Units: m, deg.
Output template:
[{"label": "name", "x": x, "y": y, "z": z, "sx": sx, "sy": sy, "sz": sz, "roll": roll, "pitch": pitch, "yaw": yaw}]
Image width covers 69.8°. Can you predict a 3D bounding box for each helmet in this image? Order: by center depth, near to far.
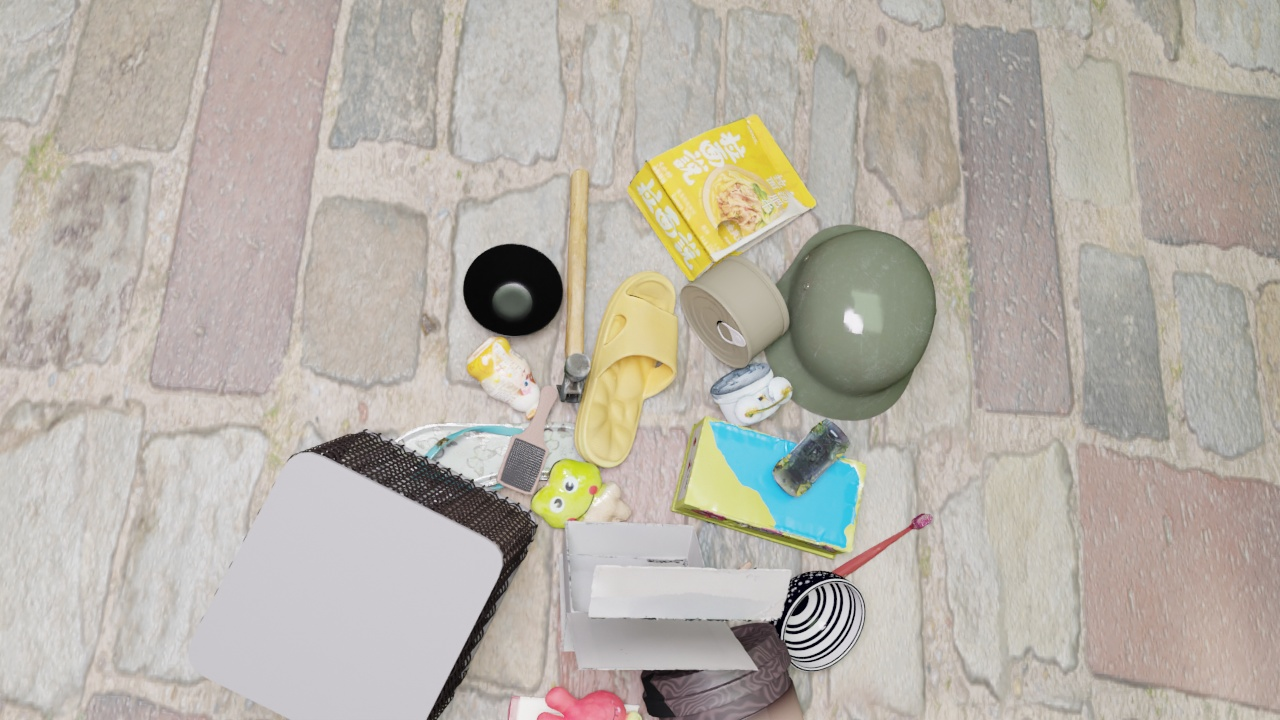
[{"label": "helmet", "x": 0.287, "y": -0.069, "z": 1.184, "sx": 0.227, "sy": 0.154, "sz": 0.267, "roll": 10, "pitch": 73, "yaw": -6}]

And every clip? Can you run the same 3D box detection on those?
[{"label": "clip", "x": 0.126, "y": 0.279, "z": 1.130, "sx": 0.061, "sy": 0.025, "sz": 0.045, "roll": -36, "pitch": 83, "yaw": -20}]

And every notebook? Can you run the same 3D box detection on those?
[{"label": "notebook", "x": -0.085, "y": 0.496, "z": 1.043, "sx": 0.153, "sy": 0.012, "sz": 0.208, "roll": 7, "pitch": 73, "yaw": -6}]

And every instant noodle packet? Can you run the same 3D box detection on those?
[{"label": "instant noodle packet", "x": 0.120, "y": -0.233, "z": 1.250, "sx": 0.221, "sy": 0.084, "sz": 0.163, "roll": -32, "pitch": 84, "yaw": -22}]

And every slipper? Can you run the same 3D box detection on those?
[{"label": "slipper", "x": -0.191, "y": 0.113, "z": 1.111, "sx": 0.268, "sy": 0.055, "sz": 0.098, "roll": -8, "pitch": 74, "yaw": -13}, {"label": "slipper", "x": -0.007, "y": 0.007, "z": 1.140, "sx": 0.099, "sy": 0.079, "sz": 0.263, "roll": 27, "pitch": 74, "yaw": -35}]

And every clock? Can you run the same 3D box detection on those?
[{"label": "clock", "x": 0.140, "y": 0.044, "z": 1.150, "sx": 0.083, "sy": 0.118, "sz": 0.057, "roll": -31, "pitch": 105, "yaw": -16}]

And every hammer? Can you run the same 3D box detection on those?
[{"label": "hammer", "x": -0.082, "y": -0.101, "z": 1.168, "sx": 0.033, "sy": 0.132, "sz": 0.329, "roll": 4, "pitch": 64, "yaw": -7}]

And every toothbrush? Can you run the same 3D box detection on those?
[{"label": "toothbrush", "x": 0.297, "y": 0.245, "z": 1.171, "sx": 0.189, "sy": 0.016, "sz": 0.016, "roll": -28, "pitch": 81, "yaw": -15}]

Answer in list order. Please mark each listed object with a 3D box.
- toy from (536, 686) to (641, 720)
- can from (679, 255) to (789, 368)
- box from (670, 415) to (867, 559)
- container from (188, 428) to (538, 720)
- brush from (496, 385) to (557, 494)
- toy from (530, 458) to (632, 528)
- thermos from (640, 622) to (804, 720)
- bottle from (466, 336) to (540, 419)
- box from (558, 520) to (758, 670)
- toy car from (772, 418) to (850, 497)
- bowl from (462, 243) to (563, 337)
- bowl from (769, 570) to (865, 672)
[{"label": "toy", "x": -0.054, "y": 0.419, "z": 1.039, "sx": 0.135, "sy": 0.045, "sz": 0.091, "roll": 32, "pitch": 69, "yaw": -6}, {"label": "can", "x": 0.120, "y": -0.063, "z": 1.170, "sx": 0.073, "sy": 0.128, "sz": 0.128, "roll": -37, "pitch": 83, "yaw": -19}, {"label": "box", "x": 0.161, "y": 0.160, "z": 1.144, "sx": 0.221, "sy": 0.079, "sz": 0.124, "roll": 16, "pitch": 72, "yaw": -7}, {"label": "container", "x": -0.268, "y": 0.228, "z": 0.938, "sx": 0.245, "sy": 0.244, "sz": 0.247, "roll": 27, "pitch": 86, "yaw": -1}, {"label": "brush", "x": -0.128, "y": 0.092, "z": 1.106, "sx": 0.050, "sy": 0.015, "sz": 0.135, "roll": 25, "pitch": 71, "yaw": -19}, {"label": "toy", "x": -0.068, "y": 0.172, "z": 1.112, "sx": 0.117, "sy": 0.043, "sz": 0.092, "roll": 32, "pitch": 94, "yaw": -15}, {"label": "thermos", "x": 0.114, "y": 0.431, "z": 1.018, "sx": 0.172, "sy": 0.173, "sz": 0.226, "roll": -19, "pitch": 85, "yaw": -14}, {"label": "bottle", "x": -0.163, "y": 0.023, "z": 1.135, "sx": 0.063, "sy": 0.063, "sz": 0.109, "roll": -44, "pitch": 98, "yaw": -17}, {"label": "box", "x": 0.007, "y": 0.280, "z": 0.926, "sx": 0.166, "sy": 0.418, "sz": 0.108, "roll": 3, "pitch": 104, "yaw": -9}, {"label": "toy car", "x": 0.203, "y": 0.118, "z": 1.105, "sx": 0.105, "sy": 0.033, "sz": 0.048, "roll": -42, "pitch": 87, "yaw": -14}, {"label": "bowl", "x": -0.163, "y": -0.081, "z": 1.168, "sx": 0.124, "sy": 0.053, "sz": 0.124, "roll": 2, "pitch": 74, "yaw": -9}, {"label": "bowl", "x": 0.203, "y": 0.305, "z": 1.107, "sx": 0.120, "sy": 0.066, "sz": 0.120, "roll": -7, "pitch": 107, "yaw": -23}]
